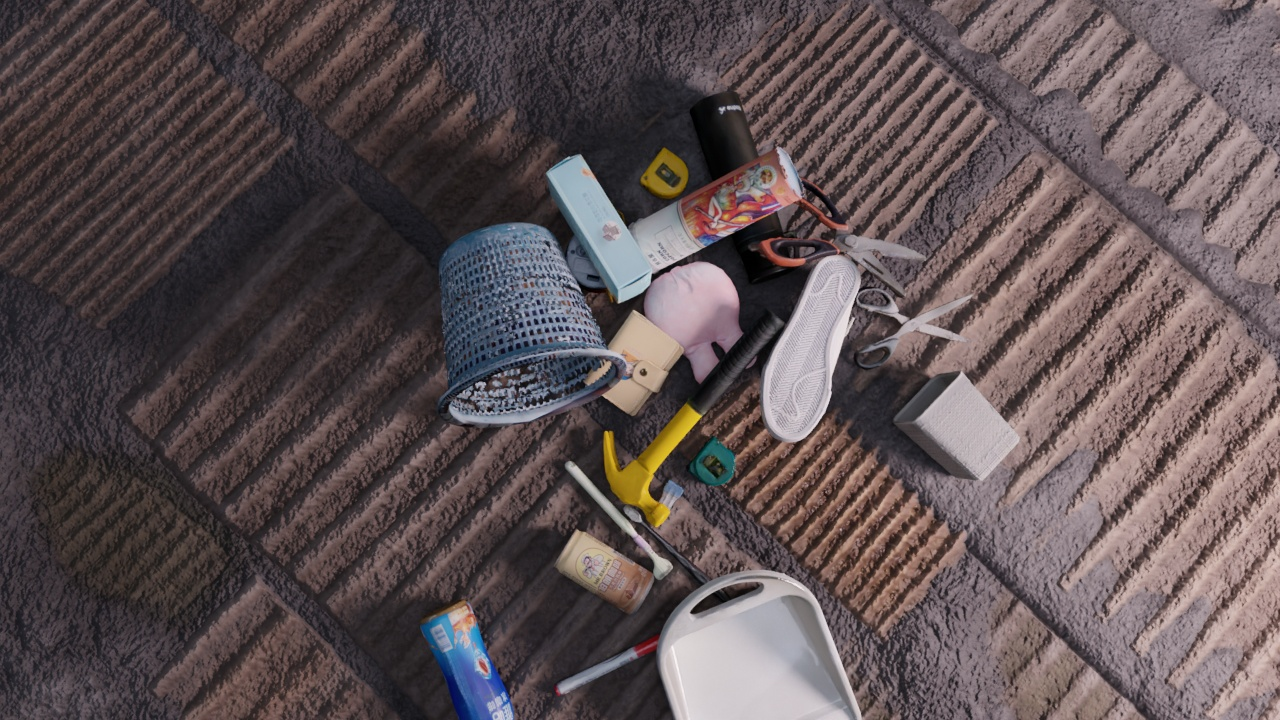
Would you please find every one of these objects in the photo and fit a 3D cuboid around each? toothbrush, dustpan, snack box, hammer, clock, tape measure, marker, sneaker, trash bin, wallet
[{"bbox_3d":[-0.031,0.199,1.163,0.189,0.020,0.029,47,54,5],"label":"toothbrush"},{"bbox_3d":[0.132,0.374,1.087,0.222,0.143,0.257,-21,83,-4],"label":"dustpan"},{"bbox_3d":[-0.050,-0.159,1.117,0.051,0.074,0.175,-31,83,-7],"label":"snack box"},{"bbox_3d":[0.046,0.246,1.161,0.181,0.018,0.015,42,88,2],"label":"toothbrush"},{"bbox_3d":[0.068,0.058,1.139,0.129,0.033,0.301,43,97,15],"label":"hammer"},{"bbox_3d":[-0.052,-0.140,1.180,0.082,0.055,0.122,11,83,1],"label":"clock"},{"bbox_3d":[0.094,0.132,1.169,0.054,0.025,0.058,39,85,4],"label":"tape measure"},{"bbox_3d":[-0.039,0.380,1.143,0.145,0.017,0.017,-25,85,-4],"label":"marker"},{"bbox_3d":[0.209,-0.012,1.157,0.089,0.091,0.242,20,81,6],"label":"sneaker"},{"bbox_3d":[-0.149,-0.048,1.103,0.226,0.227,0.195,-15,72,-3],"label":"trash bin"},{"bbox_3d":[0.035,-0.243,1.207,0.057,0.029,0.060,36,84,2],"label":"tape measure"},{"bbox_3d":[-0.007,0.007,1.165,0.087,0.024,0.115,35,103,-2],"label":"wallet"}]

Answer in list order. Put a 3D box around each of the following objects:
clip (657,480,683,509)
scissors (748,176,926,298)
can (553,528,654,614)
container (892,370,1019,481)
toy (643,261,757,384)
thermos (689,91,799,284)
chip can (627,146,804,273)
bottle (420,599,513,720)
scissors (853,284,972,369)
[{"bbox_3d":[0.031,0.181,1.166,0.027,0.043,0.058,33,91,-1],"label":"clip"},{"bbox_3d":[0.238,-0.152,1.133,0.227,0.015,0.188,-6,64,-7],"label":"scissors"},{"bbox_3d":[-0.045,0.261,1.135,0.116,0.058,0.058,31,84,2],"label":"can"},{"bbox_3d":[0.397,0.086,1.152,0.090,0.090,0.114,-45,90,-5],"label":"container"},{"bbox_3d":[0.078,-0.047,1.174,0.121,0.054,0.159,-28,88,3],"label":"toy"},{"bbox_3d":[0.140,-0.224,1.196,0.089,0.069,0.242,-16,86,-36],"label":"thermos"},{"bbox_3d":[0.092,-0.184,1.134,0.215,0.071,0.071,-25,84,25],"label":"chip can"},{"bbox_3d":[-0.197,0.402,1.113,0.065,0.065,0.218,-25,85,-4],"label":"bottle"},{"bbox_3d":[0.347,-0.049,1.190,0.180,0.014,0.159,-42,105,2],"label":"scissors"}]
